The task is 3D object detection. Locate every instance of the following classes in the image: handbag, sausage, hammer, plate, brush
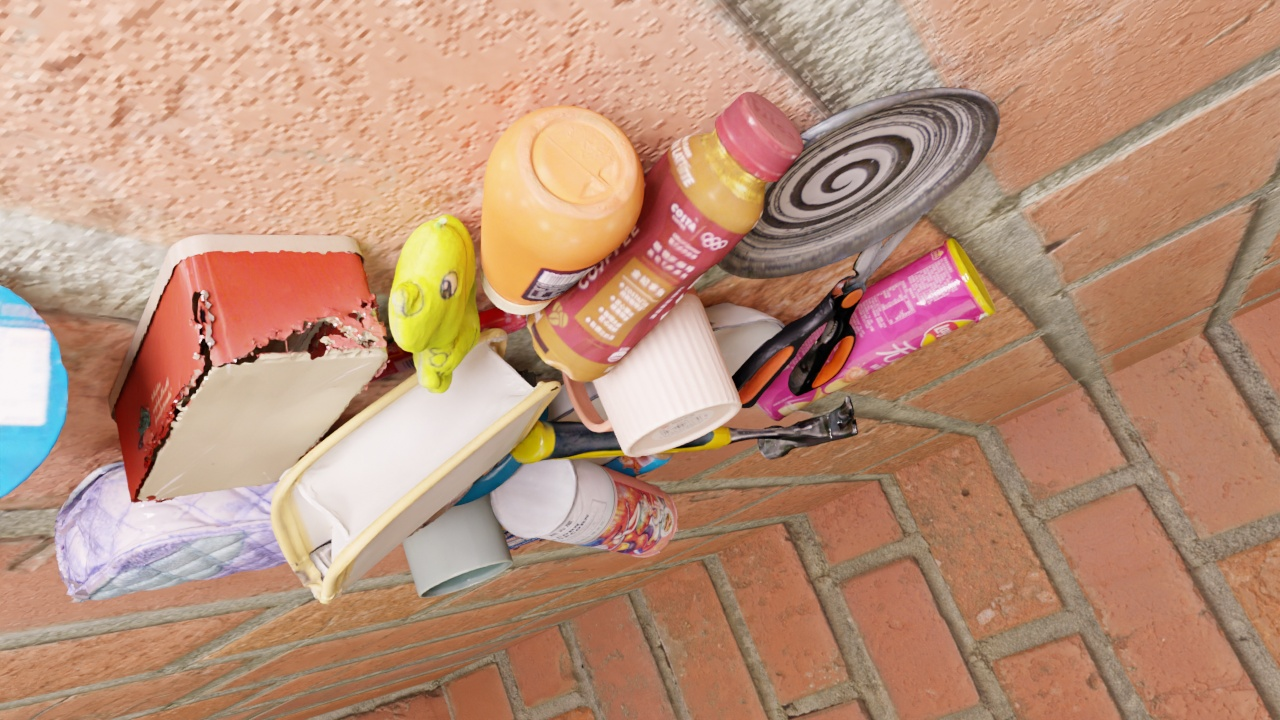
[{"bbox_3d":[-0.137,0.070,0.542,0.163,0.063,0.179,-40,172,-32],"label":"handbag"},{"bbox_3d":[-0.135,-0.005,0.540,0.155,0.020,0.020,-21,163,-6],"label":"sausage"},{"bbox_3d":[0.047,0.056,0.704,0.322,0.032,0.126,2,163,-41],"label":"hammer"},{"bbox_3d":[0.120,-0.105,0.538,0.179,0.024,0.180,-20,161,-7],"label":"plate"},{"bbox_3d":[-0.127,0.065,0.666,0.144,0.073,0.055,-28,154,19],"label":"brush"},{"bbox_3d":[-0.261,0.099,0.606,0.134,0.075,0.193,-32,159,37],"label":"handbag"},{"bbox_3d":[-0.006,0.027,0.740,0.266,0.034,0.162,-31,159,14],"label":"plate"}]

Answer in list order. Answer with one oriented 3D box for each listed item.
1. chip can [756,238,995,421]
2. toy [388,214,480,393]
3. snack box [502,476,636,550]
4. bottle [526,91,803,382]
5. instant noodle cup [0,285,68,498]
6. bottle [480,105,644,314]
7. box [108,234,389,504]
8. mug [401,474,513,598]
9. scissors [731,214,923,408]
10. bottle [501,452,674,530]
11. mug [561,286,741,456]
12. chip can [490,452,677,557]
[{"bbox_3d":[0.192,-0.023,0.798,0.211,0.071,0.071,-30,161,26],"label":"chip can"},{"bbox_3d":[-0.097,-0.029,0.442,0.031,0.096,0.100,11,127,3],"label":"toy"},{"bbox_3d":[-0.107,0.161,1.003,0.207,0.057,0.058,-17,159,-15],"label":"snack box"},{"bbox_3d":[0.010,-0.060,0.471,0.057,0.057,0.175,-2,146,-48],"label":"bottle"},{"bbox_3d":[-0.283,0.027,0.347,0.099,0.099,0.110,-5,164,-43],"label":"instant noodle cup"},{"bbox_3d":[-0.047,-0.058,0.429,0.066,0.066,0.150,-15,169,-22],"label":"bottle"},{"bbox_3d":[-0.189,0.016,0.442,0.091,0.076,0.169,-6,157,-42],"label":"box"},{"bbox_3d":[-0.168,0.142,0.787,0.082,0.106,0.112,-13,160,-30],"label":"mug"},{"bbox_3d":[0.151,-0.040,0.694,0.227,0.021,0.197,-41,151,14],"label":"scissors"},{"bbox_3d":[-0.064,0.113,0.897,0.219,0.065,0.065,-33,160,30],"label":"bottle"},{"bbox_3d":[-0.003,0.003,0.578,0.115,0.106,0.081,-35,158,35],"label":"mug"},{"bbox_3d":[-0.038,0.120,0.759,0.071,0.071,0.214,-27,156,14],"label":"chip can"}]
